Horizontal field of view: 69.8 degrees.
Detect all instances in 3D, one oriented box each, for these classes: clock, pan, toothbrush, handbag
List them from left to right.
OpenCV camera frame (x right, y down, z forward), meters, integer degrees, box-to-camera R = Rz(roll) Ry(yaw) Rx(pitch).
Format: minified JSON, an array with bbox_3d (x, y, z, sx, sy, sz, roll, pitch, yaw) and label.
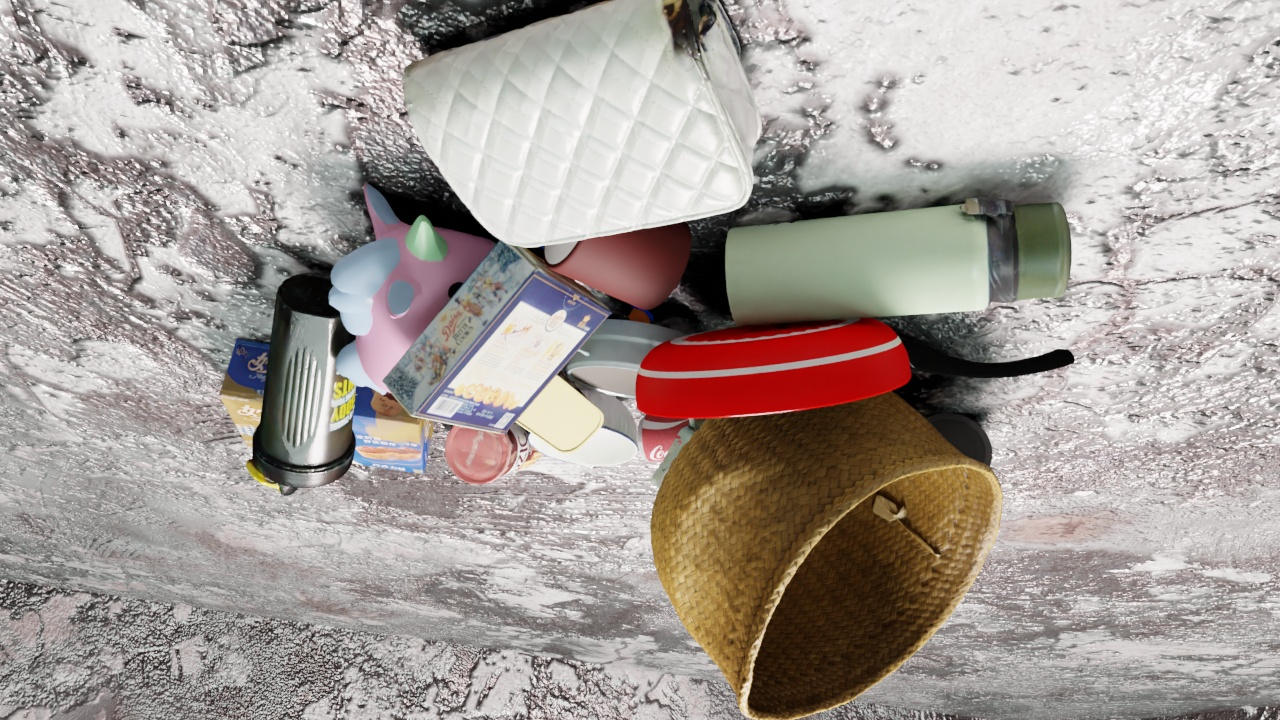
[{"bbox_3d":[-0.046,-0.071,0.763,0.016,0.018,0.182,15,166,45],"label":"toothbrush"},{"bbox_3d":[-0.031,-0.147,0.556,0.195,0.072,0.139,-7,142,24],"label":"handbag"},{"bbox_3d":[-0.005,0.005,0.855,0.122,0.045,0.159,6,164,12],"label":"clock"},{"bbox_3d":[0.171,-0.002,0.718,0.356,0.067,0.209,-8,-174,-7],"label":"pan"}]

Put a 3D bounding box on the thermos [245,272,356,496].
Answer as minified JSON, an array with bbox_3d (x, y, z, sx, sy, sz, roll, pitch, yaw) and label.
[{"bbox_3d":[-0.309,0.029,0.854,0.098,0.098,0.221,12,125,-12],"label":"thermos"}]

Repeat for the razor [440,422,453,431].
[{"bbox_3d":[-0.175,0.026,0.958,0.067,0.054,0.152,-8,157,-39],"label":"razor"}]

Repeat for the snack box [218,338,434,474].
[{"bbox_3d":[-0.336,0.055,1.011,0.202,0.069,0.155,9,152,-7],"label":"snack box"}]

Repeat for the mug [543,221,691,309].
[{"bbox_3d":[-0.025,-0.087,0.683,0.082,0.073,0.106,22,177,-28],"label":"mug"}]

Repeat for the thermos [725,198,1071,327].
[{"bbox_3d":[0.180,-0.072,0.656,0.232,0.082,0.082,-3,152,18],"label":"thermos"}]

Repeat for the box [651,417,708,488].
[{"bbox_3d":[0.092,0.104,0.953,0.041,0.134,0.197,21,167,38],"label":"box"}]

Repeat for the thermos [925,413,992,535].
[{"bbox_3d":[0.334,0.147,1.043,0.082,0.082,0.241,1,153,10],"label":"thermos"}]

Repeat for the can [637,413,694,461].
[{"bbox_3d":[0.049,0.083,1.007,0.097,0.054,0.054,-4,152,19],"label":"can"}]

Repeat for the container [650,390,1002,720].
[{"bbox_3d":[0.165,0.158,0.862,0.306,0.196,0.308,-20,132,-23],"label":"container"}]

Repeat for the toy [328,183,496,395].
[{"bbox_3d":[-0.193,-0.036,0.754,0.223,0.120,0.171,-34,150,30],"label":"toy"}]

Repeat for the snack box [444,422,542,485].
[{"bbox_3d":[-0.153,0.091,0.992,0.072,0.072,0.121,-1,180,13],"label":"snack box"}]

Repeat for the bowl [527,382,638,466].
[{"bbox_3d":[-0.058,0.063,0.980,0.118,0.062,0.118,5,153,2],"label":"bowl"}]

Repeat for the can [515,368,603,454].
[{"bbox_3d":[-0.100,0.025,0.870,0.056,0.092,0.116,-45,141,1],"label":"can"}]

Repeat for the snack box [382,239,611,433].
[{"bbox_3d":[-0.107,-0.013,0.725,0.042,0.145,0.144,43,-174,22],"label":"snack box"}]
